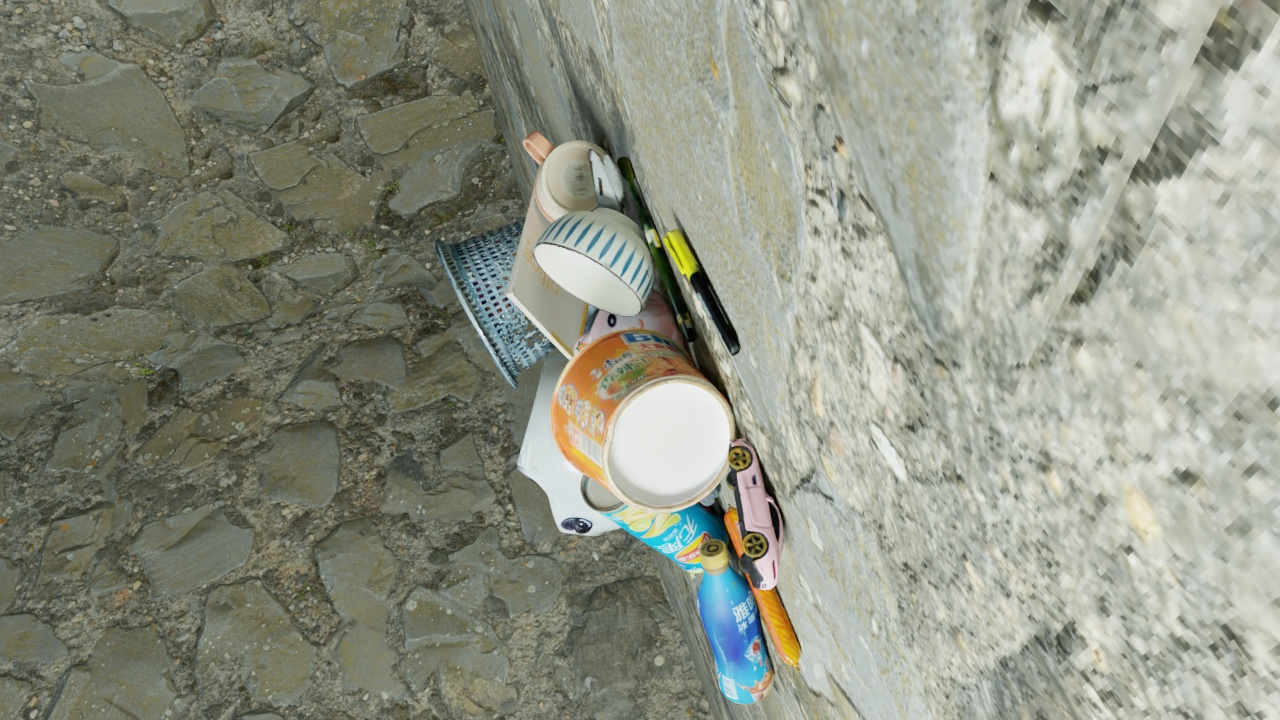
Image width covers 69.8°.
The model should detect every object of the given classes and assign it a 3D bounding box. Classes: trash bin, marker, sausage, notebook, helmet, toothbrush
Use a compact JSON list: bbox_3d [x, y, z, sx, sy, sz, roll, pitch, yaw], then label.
[{"bbox_3d":[-0.139,-0.105,1.246,0.226,0.195,0.226,62,177,5],"label":"trash bin"},{"bbox_3d":[0.045,-0.052,0.685,0.018,0.015,0.124,74,173,-57],"label":"marker"},{"bbox_3d":[0.113,0.209,0.857,0.021,0.021,0.165,84,166,-67],"label":"sausage"},{"bbox_3d":[-0.095,-0.119,1.071,0.146,0.010,0.205,50,-140,-46],"label":"notebook"},{"bbox_3d":[-0.033,0.104,1.182,0.259,0.146,0.228,58,-149,-37],"label":"helmet"},{"bbox_3d":[0.014,-0.101,0.829,0.017,0.012,0.185,70,180,-77],"label":"toothbrush"}]

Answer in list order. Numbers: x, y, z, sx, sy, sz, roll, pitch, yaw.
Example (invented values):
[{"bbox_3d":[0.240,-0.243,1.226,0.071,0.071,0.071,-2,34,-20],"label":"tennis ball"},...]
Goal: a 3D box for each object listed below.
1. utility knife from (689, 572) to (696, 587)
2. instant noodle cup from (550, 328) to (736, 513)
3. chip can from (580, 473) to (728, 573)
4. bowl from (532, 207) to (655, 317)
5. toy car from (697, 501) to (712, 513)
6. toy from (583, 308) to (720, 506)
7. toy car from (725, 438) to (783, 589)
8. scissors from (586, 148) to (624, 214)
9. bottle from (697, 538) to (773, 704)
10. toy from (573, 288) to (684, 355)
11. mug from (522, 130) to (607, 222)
[{"bbox_3d":[0.051,0.196,1.095,0.031,0.018,0.162,81,-176,-51],"label":"utility knife"},{"bbox_3d":[0.007,0.057,0.800,0.111,0.151,0.151,-143,33,-65],"label":"instant noodle cup"},{"bbox_3d":[0.019,0.162,0.971,0.210,0.071,0.071,43,-162,-49],"label":"chip can"},{"bbox_3d":[-0.035,-0.099,0.854,0.116,0.066,0.116,27,164,8],"label":"bowl"},{"bbox_3d":[0.077,0.195,1.109,0.106,0.031,0.049,-113,8,-52],"label":"toy car"},{"bbox_3d":[-0.006,0.006,1.053,0.138,0.091,0.355,37,-158,-44],"label":"toy"},{"bbox_3d":[0.091,0.119,0.725,0.056,0.037,0.122,88,175,-62],"label":"toy car"},{"bbox_3d":[-0.041,-0.142,0.881,0.194,0.015,0.206,11,155,47],"label":"scissors"},{"bbox_3d":[0.100,0.289,1.021,0.065,0.065,0.219,-119,12,-60],"label":"bottle"},{"bbox_3d":[-0.017,-0.005,0.931,0.160,0.054,0.121,-35,67,46],"label":"toy"},{"bbox_3d":[-0.080,-0.199,0.982,0.114,0.081,0.106,47,175,-9],"label":"mug"}]
